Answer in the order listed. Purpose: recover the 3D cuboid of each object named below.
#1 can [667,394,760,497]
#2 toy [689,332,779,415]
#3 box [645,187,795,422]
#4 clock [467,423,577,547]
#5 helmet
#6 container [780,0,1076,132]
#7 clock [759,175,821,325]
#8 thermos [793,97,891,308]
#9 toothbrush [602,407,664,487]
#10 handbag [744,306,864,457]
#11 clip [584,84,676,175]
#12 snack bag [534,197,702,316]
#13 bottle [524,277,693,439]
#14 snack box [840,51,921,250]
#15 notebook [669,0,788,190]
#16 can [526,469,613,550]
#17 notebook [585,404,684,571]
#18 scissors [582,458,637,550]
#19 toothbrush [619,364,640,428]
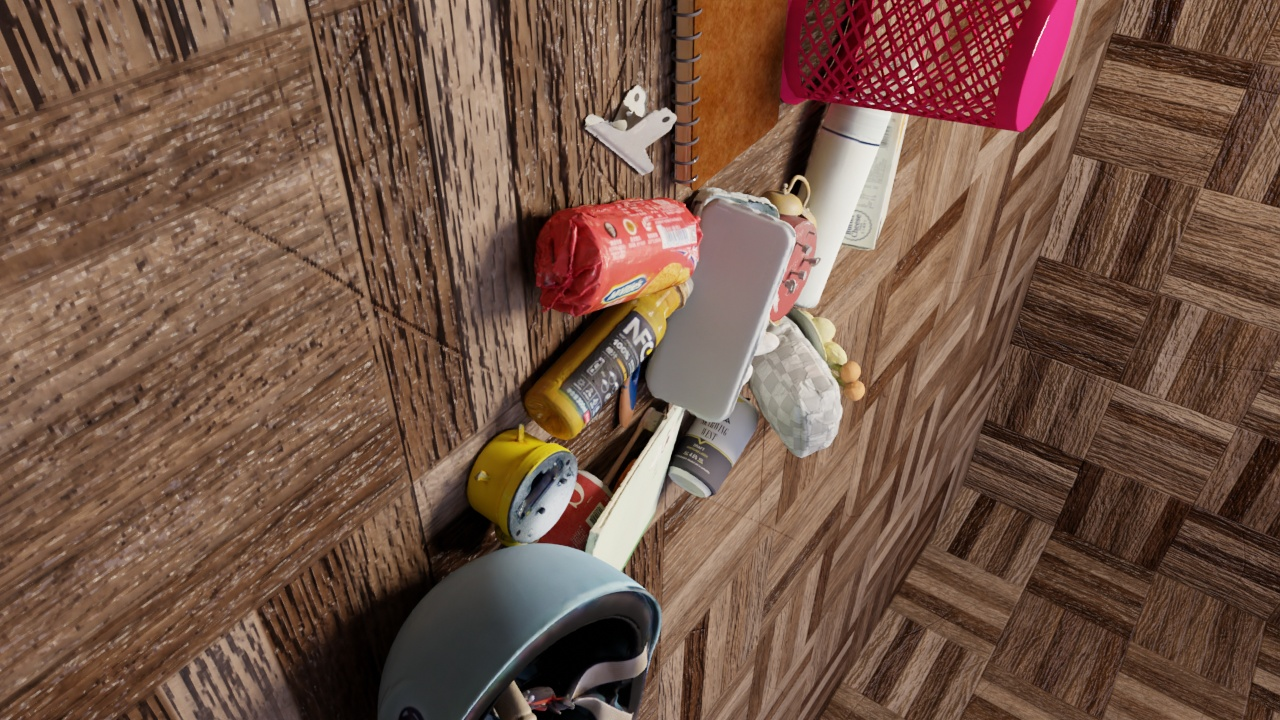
[{"bbox_3d":[0.086,0.089,1.038,0.127,0.064,0.064,-56,151,-18],"label":"can"},{"bbox_3d":[0.088,0.008,0.971,0.125,0.076,0.037,-51,131,-24],"label":"toy"},{"bbox_3d":[0.076,-0.043,0.849,0.107,0.110,0.217,5,110,-23],"label":"box"},{"bbox_3d":[-0.092,0.107,0.746,0.083,0.057,0.119,-52,150,-25],"label":"clock"},{"bbox_3d":[-0.103,0.244,0.708,0.224,0.167,0.266,-15,136,-46],"label":"helmet"},{"bbox_3d":[0.265,-0.305,0.855,0.182,0.226,0.183,-41,144,-39],"label":"container"},{"bbox_3d":[0.143,-0.114,0.955,0.117,0.081,0.159,20,94,-63],"label":"clock"},{"bbox_3d":[0.205,-0.174,1.017,0.067,0.068,0.230,-19,132,-55],"label":"thermos"},{"bbox_3d":[-0.031,0.122,0.913,0.181,0.018,0.016,-55,152,-17],"label":"toothbrush"},{"bbox_3d":[0.184,0.019,1.037,0.123,0.171,0.113,-14,135,-9],"label":"handbag"},{"bbox_3d":[-0.001,-0.179,0.705,0.054,0.038,0.101,-55,155,8],"label":"clip"},{"bbox_3d":[-0.018,-0.086,0.705,0.176,0.082,0.082,-21,130,-55],"label":"snack bag"},{"bbox_3d":[-0.020,-0.014,0.777,0.185,0.053,0.053,-48,148,-30],"label":"bottle"},{"bbox_3d":[0.275,-0.246,1.083,0.104,0.057,0.208,-56,156,-51],"label":"snack box"},{"bbox_3d":[0.076,-0.272,0.768,0.167,0.024,0.226,-44,146,-38],"label":"notebook"},{"bbox_3d":[-0.070,0.149,0.825,0.096,0.054,0.054,-51,150,-25],"label":"can"},{"bbox_3d":[-0.012,0.159,0.902,0.251,0.010,0.182,-52,160,-56],"label":"notebook"},{"bbox_3d":[-0.021,0.147,0.942,0.128,0.011,0.125,-29,147,-60],"label":"scissors"},{"bbox_3d":[-0.005,0.005,0.866,0.021,0.017,0.135,-21,133,-49],"label":"toothbrush"}]
